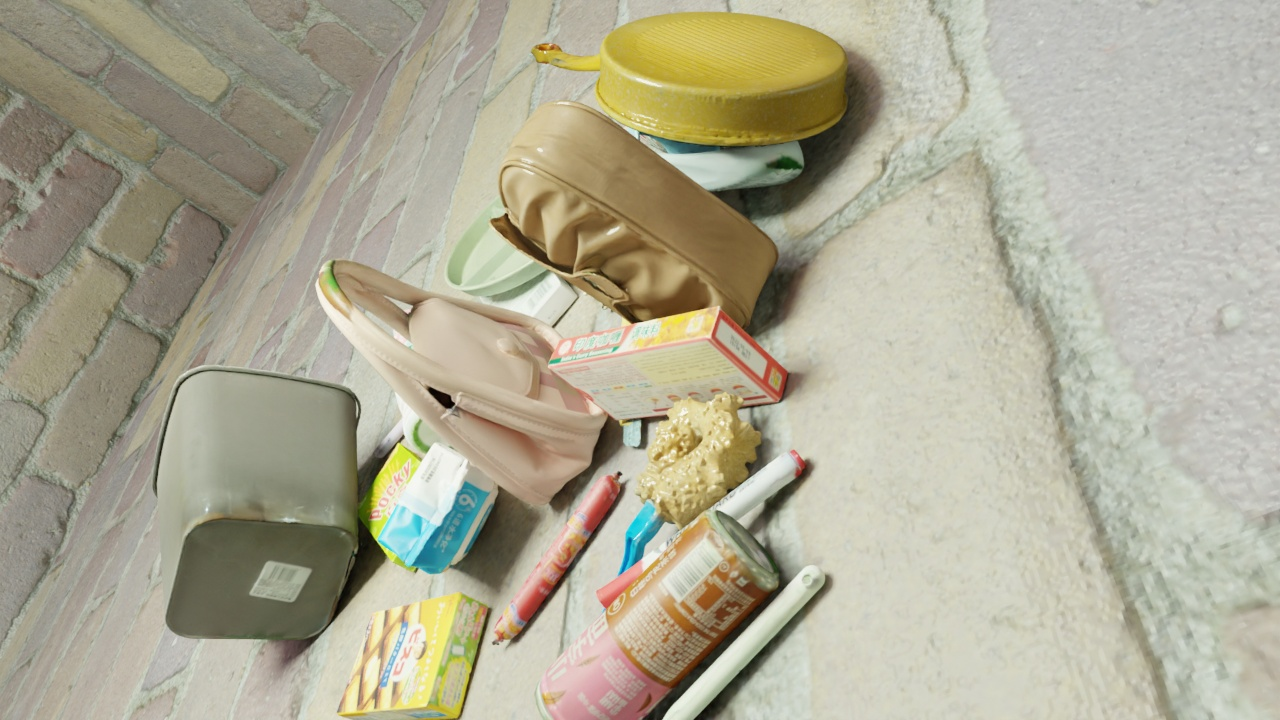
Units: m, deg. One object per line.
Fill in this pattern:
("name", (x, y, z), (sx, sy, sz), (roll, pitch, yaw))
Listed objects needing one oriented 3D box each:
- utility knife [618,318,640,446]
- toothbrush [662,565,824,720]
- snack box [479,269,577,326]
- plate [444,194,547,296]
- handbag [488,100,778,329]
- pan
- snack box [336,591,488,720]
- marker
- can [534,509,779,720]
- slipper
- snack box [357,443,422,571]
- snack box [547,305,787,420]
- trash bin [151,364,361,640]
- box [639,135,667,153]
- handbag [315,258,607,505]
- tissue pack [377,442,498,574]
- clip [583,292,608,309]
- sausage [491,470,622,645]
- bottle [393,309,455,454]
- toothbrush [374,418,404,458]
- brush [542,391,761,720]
("utility knife", (-0.004, 0.004, 0.736), (0.031, 0.019, 0.176), (-38, 38, 32))
("toothbrush", (0.033, 0.180, 0.496), (0.189, 0.020, 0.029), (-49, 61, 7))
("snack box", (-0.120, -0.067, 0.952), (0.085, 0.027, 0.156), (-50, 30, 6))
("plate", (-0.113, -0.149, 0.981), (0.231, 0.027, 0.229), (-26, 33, 19))
("handbag", (-0.012, -0.085, 0.652), (0.099, 0.204, 0.148), (-62, 15, -17))
("pan", (0.012, -0.247, 0.774), (0.197, 0.078, 0.357), (-25, 44, -31))
("snack box", (-0.181, 0.237, 0.723), (0.141, 0.033, 0.086), (-22, 44, 41))
("marker", (0.036, 0.100, 0.541), (0.145, 0.017, 0.017), (-37, 31, 2))
("can", (0.009, 0.152, 0.513), (0.147, 0.058, 0.058), (-47, 31, 9))
("slipper", (0.033, -0.176, 0.763), (0.246, 0.103, 0.074), (13, 112, 53))
("snack box", (-0.230, 0.140, 0.898), (0.085, 0.026, 0.156), (-58, 30, -8))
("snack box", (0.015, 0.006, 0.626), (0.156, 0.077, 0.027), (-10, 50, 45))
("trash bin", (-0.385, 0.149, 0.935), (0.199, 0.198, 0.219), (-65, 33, 23))
("box", (0.023, -0.261, 0.916), (0.076, 0.075, 0.163), (-51, 28, 19))
("handbag", (-0.149, -0.003, 0.718), (0.093, 0.234, 0.193), (-52, 31, 10))
("tissue pack", (-0.157, 0.122, 0.740), (0.090, 0.063, 0.140), (-61, 1, -12))
("clip", (-0.021, -0.098, 0.812), (0.035, 0.076, 0.103), (-1, 70, 54))
("sausage", (-0.060, 0.143, 0.662), (0.156, 0.020, 0.020), (-55, 30, 0))
("bottle", (-0.223, 0.013, 0.949), (0.068, 0.068, 0.196), (-46, 39, 13))
("toothbrush", (-0.235, 0.044, 1.009), (0.189, 0.021, 0.029), (-45, 63, 18))
("brush", (-0.002, 0.133, 0.580), (0.083, 0.046, 0.254), (18, 79, 55))
